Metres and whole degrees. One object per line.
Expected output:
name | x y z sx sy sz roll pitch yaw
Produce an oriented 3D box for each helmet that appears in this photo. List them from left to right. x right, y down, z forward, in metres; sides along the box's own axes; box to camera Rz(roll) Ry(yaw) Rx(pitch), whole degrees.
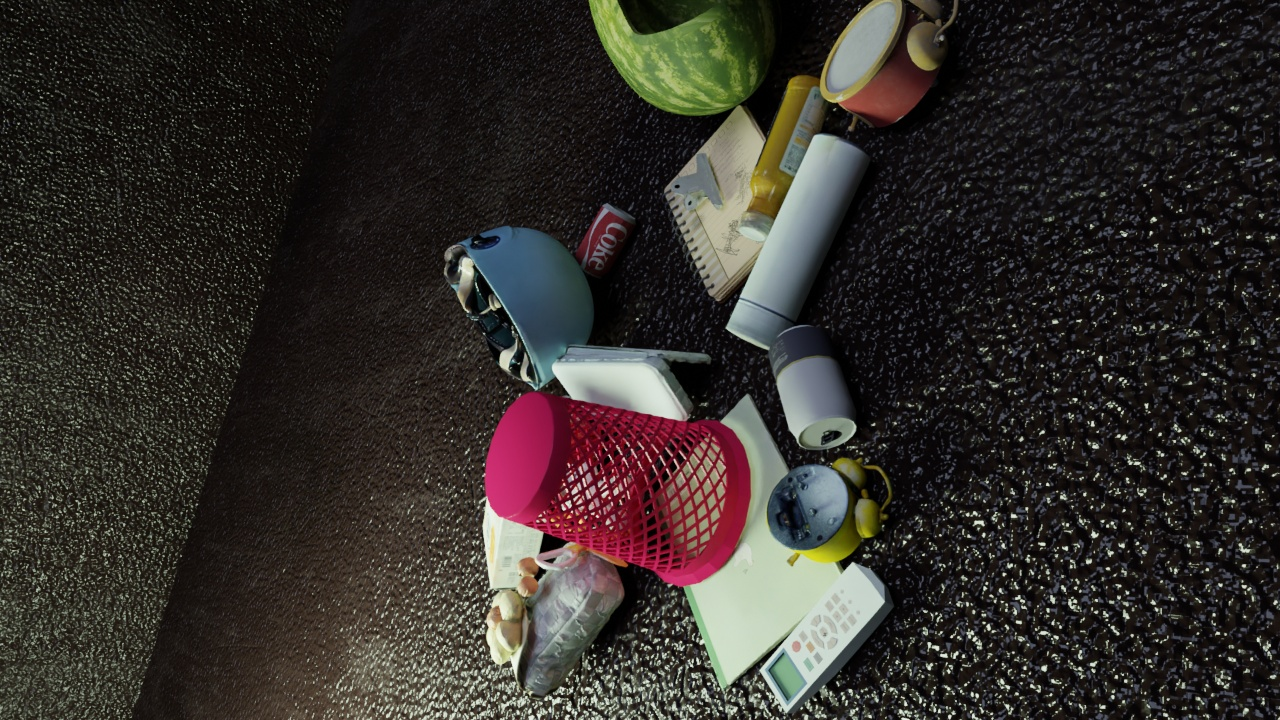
helmet | -0.154 -0.084 1.250 0.166 0.225 0.265 -30 26 -10
helmet | 0.060 -0.419 1.125 0.213 0.243 0.247 -33 80 -6

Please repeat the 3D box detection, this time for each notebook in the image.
notebook | 0.108 -0.193 1.123 0.168 0.024 0.225 -45 42 27
notebook | 0.099 0.181 0.952 0.182 0.010 0.252 -50 39 24

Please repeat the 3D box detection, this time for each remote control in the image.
remote control | 0.168 0.246 0.815 0.143 0.024 0.049 -54 38 15

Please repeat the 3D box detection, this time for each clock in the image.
clock | 0.172 0.135 0.833 0.119 0.057 0.083 -33 44 20
clock | 0.264 -0.308 0.931 0.159 0.081 0.116 -40 32 46

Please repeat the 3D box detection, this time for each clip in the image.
clip | 0.067 -0.216 1.142 0.054 0.038 0.101 -31 47 21

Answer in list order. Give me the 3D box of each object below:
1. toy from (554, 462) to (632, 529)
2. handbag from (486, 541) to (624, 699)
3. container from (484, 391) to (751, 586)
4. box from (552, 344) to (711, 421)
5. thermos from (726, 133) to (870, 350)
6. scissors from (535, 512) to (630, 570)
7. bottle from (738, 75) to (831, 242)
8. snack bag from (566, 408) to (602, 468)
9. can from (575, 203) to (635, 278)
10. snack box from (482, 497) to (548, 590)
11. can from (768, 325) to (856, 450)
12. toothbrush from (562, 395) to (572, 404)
toy | -0.069 0.159 1.108 0.125 0.037 0.076 16 102 25
handbag | -0.105 0.285 1.063 0.172 0.123 0.112 -53 26 13
container | -0.031 0.123 0.947 0.184 0.225 0.182 -30 50 44
box | -0.004 -0.001 1.114 0.217 0.108 0.109 1 46 49
thermos | 0.167 -0.123 0.975 0.068 0.068 0.230 30 97 54
scissors | -0.066 0.211 1.047 0.125 0.128 0.011 21 126 35
bottle | 0.158 -0.222 1.018 0.053 0.053 0.186 11 77 54
snack bag | -0.111 0.102 1.211 0.176 0.082 0.082 30 96 54
can | -0.051 -0.168 1.289 0.097 0.054 0.054 -59 37 12
snack box | -0.159 0.190 1.166 0.104 0.057 0.208 -107 24 -43
can | 0.169 0.030 0.894 0.064 0.064 0.127 -39 44 33
toothbrush | -0.047 0.055 1.200 0.182 0.018 0.015 -1 72 51
